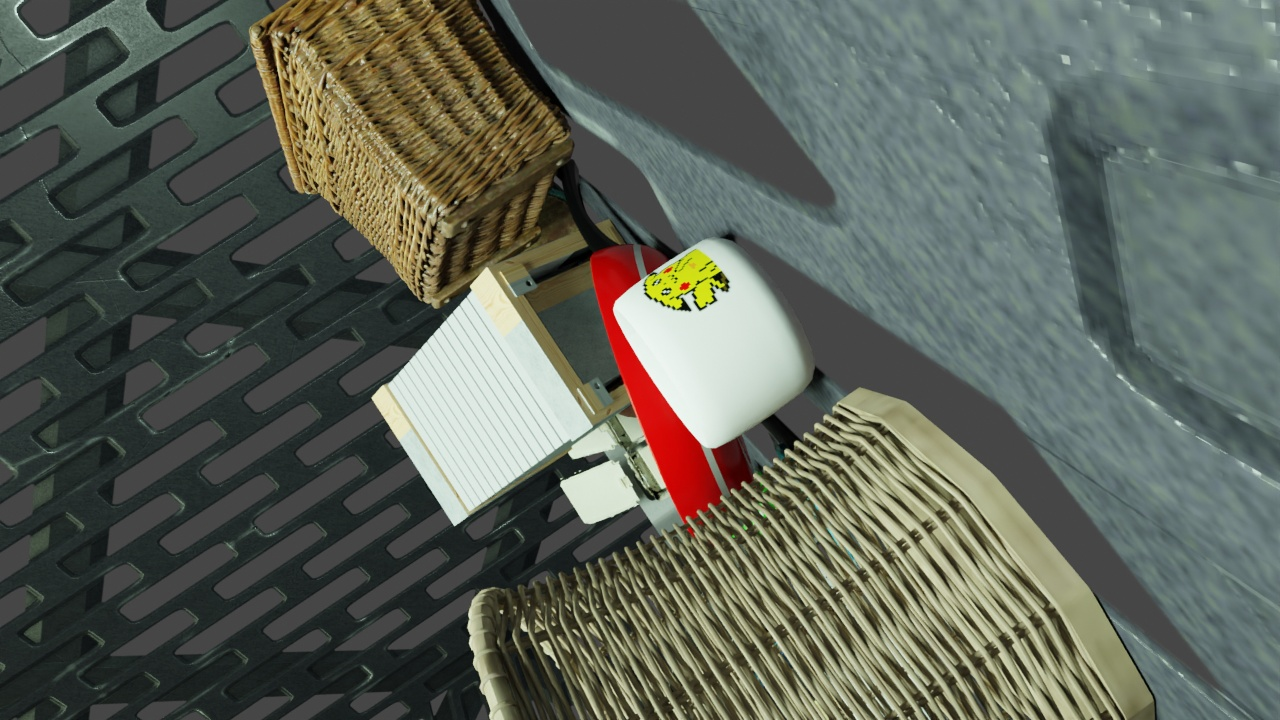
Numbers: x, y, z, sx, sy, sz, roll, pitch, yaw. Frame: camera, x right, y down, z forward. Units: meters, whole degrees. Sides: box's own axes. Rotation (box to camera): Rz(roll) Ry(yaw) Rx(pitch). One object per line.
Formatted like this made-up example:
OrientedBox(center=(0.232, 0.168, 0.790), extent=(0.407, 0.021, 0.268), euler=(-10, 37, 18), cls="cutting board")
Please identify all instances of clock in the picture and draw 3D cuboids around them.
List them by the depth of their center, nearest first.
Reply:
OrientedBox(center=(-0.111, -0.113, 0.923), extent=(0.073, 0.121, 0.158), euler=(43, 157, 53), cls="clock")

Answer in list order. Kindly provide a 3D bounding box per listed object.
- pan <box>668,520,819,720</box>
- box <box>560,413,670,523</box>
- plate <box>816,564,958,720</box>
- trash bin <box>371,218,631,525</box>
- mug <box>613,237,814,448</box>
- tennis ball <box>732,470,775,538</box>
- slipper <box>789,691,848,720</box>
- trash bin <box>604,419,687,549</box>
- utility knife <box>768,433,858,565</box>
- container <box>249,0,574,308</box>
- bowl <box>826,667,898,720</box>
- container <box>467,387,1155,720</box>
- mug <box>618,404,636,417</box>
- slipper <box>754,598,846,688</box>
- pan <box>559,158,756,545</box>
OrientedBox(center=(0.106, 0.223, 0.864), extent=(0.034, 0.224, 0.357), euler=(27, 147, -1), cls="pan")
OrientedBox(center=(-0.012, 0.091, 1.038), extent=(0.145, 0.186, 0.065), euler=(61, -159, -14), cls="box")
OrientedBox(center=(0.207, 0.239, 0.744), extent=(0.188, 0.016, 0.188), euler=(56, 175, 6), cls="plate")
OrientedBox(center=(-0.099, 0.016, 0.813), extent=(0.248, 0.142, 0.142), euler=(-37, 85, 46), cls="trash bin")
OrientedBox(center=(0.033, -0.015, 0.476), extent=(0.115, 0.068, 0.094), euler=(51, 173, 49), cls="mug")
OrientedBox(center=(0.097, 0.133, 0.850), extent=(0.065, 0.065, 0.065), euler=(56, 175, 6), cls="tennis ball")
OrientedBox(center=(0.251, 0.376, 0.893), extent=(0.111, 0.079, 0.262), euler=(32, 175, -36), cls="slipper")
OrientedBox(center=(0.016, 0.108, 1.180), extent=(0.228, 0.114, 0.114), euler=(53, 175, 32), cls="trash bin")
OrientedBox(center=(0.125, 0.101, 0.667), extent=(0.117, 0.015, 0.022), euler=(59, 176, 1), cls="utility knife")
OrientedBox(center=(-0.169, -0.168, 0.730), extent=(0.183, 0.162, 0.250), euler=(51, 161, 3), cls="container")
OrientedBox(center=(0.213, 0.313, 0.815), extent=(0.110, 0.040, 0.110), euler=(55, 176, 5), cls="bowl")
OrientedBox(center=(0.070, 0.144, 0.398), extent=(0.227, 0.196, 0.227), euler=(56, 175, 6), cls="container")
OrientedBox(center=(-0.006, 0.005, 0.932), extent=(0.123, 0.096, 0.110), euler=(36, -169, -32), cls="mug")
OrientedBox(center=(0.155, 0.279, 0.946), extent=(0.060, 0.118, 0.295), euler=(59, 176, 24), cls="slipper")
OrientedBox(center=(0.003, -0.036, 0.658), extent=(0.209, 0.067, 0.355), euler=(61, -170, -53), cls="pan")
